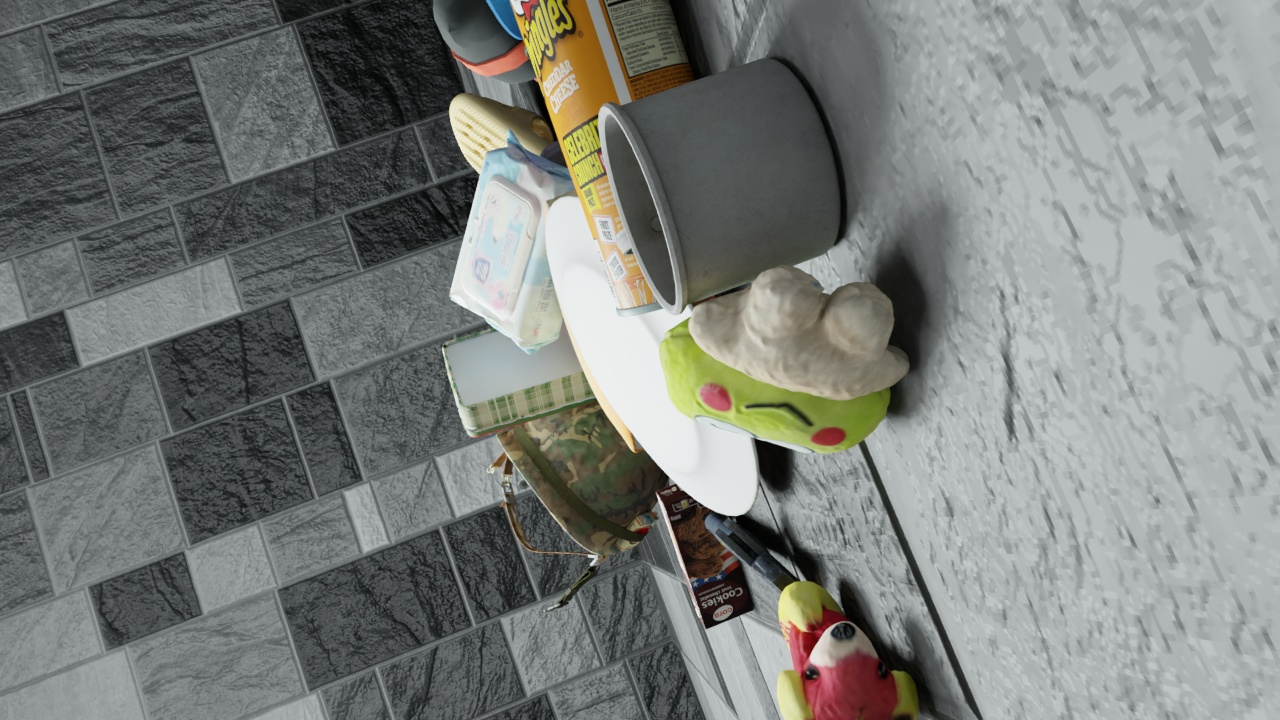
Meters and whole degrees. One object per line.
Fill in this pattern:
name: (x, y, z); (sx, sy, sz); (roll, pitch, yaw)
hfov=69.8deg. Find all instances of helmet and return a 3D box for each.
helmet: (-0.070, 0.134, 1.031); (0.192, 0.236, 0.224); (49, 179, 29)

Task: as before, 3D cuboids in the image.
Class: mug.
mug: (0.027, -0.067, 0.370); (0.113, 0.070, 0.084); (151, 99, -83)

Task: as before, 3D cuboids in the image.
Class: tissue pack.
tissue pack: (-0.109, -0.111, 0.854); (0.112, 0.069, 0.182); (35, 119, 32)

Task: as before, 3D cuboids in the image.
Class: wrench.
wrench: (0.079, 0.142, 0.706); (0.073, 0.022, 0.273); (41, 175, 0)

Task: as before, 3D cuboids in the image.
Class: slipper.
slipper: (-0.127, -0.242, 1.047); (0.261, 0.079, 0.111); (39, 155, 38)

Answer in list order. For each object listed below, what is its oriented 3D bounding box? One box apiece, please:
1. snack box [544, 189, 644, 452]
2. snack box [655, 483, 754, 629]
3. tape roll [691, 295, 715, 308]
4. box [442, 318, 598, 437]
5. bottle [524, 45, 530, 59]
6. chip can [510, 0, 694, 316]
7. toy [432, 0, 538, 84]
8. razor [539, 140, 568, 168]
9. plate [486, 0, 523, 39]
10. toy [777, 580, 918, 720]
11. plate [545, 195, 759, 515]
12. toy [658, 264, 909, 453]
snack box: (-0.022, -0.032, 0.790); (0.195, 0.080, 0.145); (79, 168, -53)
snack box: (0.062, 0.183, 0.880); (0.032, 0.051, 0.141); (-131, 21, -71)
tape roll: (0.045, 0.002, 0.601); (0.094, 0.027, 0.094); (159, 91, -83)
box: (-0.097, 0.003, 0.959); (0.117, 0.205, 0.050); (-121, 19, -47)
bottle: (-0.102, -0.312, 0.656); (0.071, 0.071, 0.206); (107, 143, -79)
chip can: (-0.011, -0.135, 0.449); (0.075, 0.075, 0.215); (-144, 34, -78)
toy: (-0.111, -0.276, 0.753); (0.119, 0.098, 0.099); (39, -113, -56)
razor: (-0.051, -0.145, 0.882); (0.116, 0.047, 0.088); (55, 166, 36)
plate: (-0.076, -0.298, 0.510); (0.224, 0.024, 0.224); (-5, -91, -81)
toy: (0.108, 0.176, 0.501); (0.137, 0.067, 0.105); (60, -175, -85)
plate: (-0.004, 0.003, 0.617); (0.242, 0.016, 0.243); (50, 160, 26)
toy: (0.053, 0.001, 0.343); (0.115, 0.092, 0.046); (108, 180, -65)
